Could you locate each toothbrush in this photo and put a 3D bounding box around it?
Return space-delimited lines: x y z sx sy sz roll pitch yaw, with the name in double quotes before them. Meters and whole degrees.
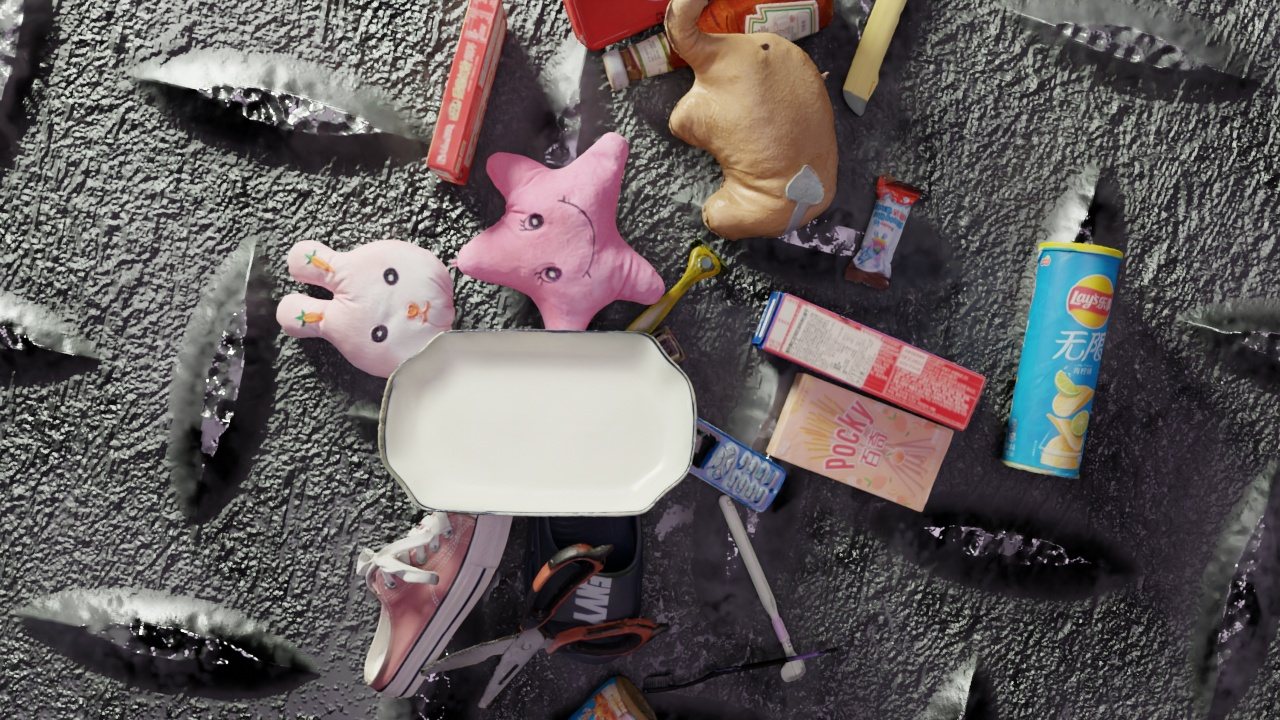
"toothbrush" 0.113 0.215 0.871 0.029 0.020 0.189 -25 95 -33
"toothbrush" 0.093 0.289 0.865 0.189 0.014 0.016 -14 80 5

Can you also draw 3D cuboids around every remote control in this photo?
"remote control" 0.073 0.092 0.856 0.125 0.024 0.049 31 91 -5

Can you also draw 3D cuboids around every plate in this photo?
"plate" -0.085 0.054 0.775 0.266 0.034 0.161 0 71 2

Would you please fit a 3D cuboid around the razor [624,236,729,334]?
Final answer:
"razor" 0.024 -0.054 0.830 0.132 0.028 0.043 -45 99 -12

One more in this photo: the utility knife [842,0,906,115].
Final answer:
"utility knife" 0.227 -0.314 0.844 0.031 0.019 0.179 21 98 -10

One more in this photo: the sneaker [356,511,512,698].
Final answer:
"sneaker" -0.192 0.184 0.805 0.087 0.118 0.241 27 97 -26

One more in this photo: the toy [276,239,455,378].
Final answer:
"toy" -0.243 -0.049 0.811 0.159 0.054 0.121 10 92 3

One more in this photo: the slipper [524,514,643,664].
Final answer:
"slipper" -0.050 0.155 0.816 0.110 0.083 0.268 1 100 -2

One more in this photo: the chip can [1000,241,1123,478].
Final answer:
"chip can" 0.389 0.000 0.852 0.071 0.071 0.210 9 93 -5

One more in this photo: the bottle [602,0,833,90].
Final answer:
"bottle" 0.067 -0.291 0.816 0.206 0.059 0.060 -20 95 1

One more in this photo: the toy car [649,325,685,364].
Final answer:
"toy car" -0.005 0.005 0.840 0.090 0.035 0.042 -30 93 1

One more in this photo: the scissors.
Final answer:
"scissors" -0.083 0.233 0.790 0.225 0.015 0.189 -8 127 -8

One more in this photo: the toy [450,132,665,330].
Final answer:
"toy" -0.076 -0.094 0.808 0.178 0.074 0.194 -13 95 2

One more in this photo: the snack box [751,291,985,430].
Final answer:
"snack box" 0.207 -0.002 0.845 0.207 0.057 0.058 22 94 -6

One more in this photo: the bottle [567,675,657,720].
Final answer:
"bottle" -0.083 0.384 0.844 0.218 0.065 0.065 -41 96 0

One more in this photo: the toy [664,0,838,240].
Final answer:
"toy" 0.097 -0.217 0.796 0.143 0.082 0.226 -24 108 -8

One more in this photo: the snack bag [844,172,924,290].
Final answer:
"snack bag" 0.226 -0.119 0.854 0.045 0.026 0.105 18 94 -9

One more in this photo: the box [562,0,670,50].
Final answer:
"box" 0.014 -0.366 0.816 0.201 0.100 0.095 -26 136 -4

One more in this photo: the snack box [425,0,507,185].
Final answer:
"snack box" -0.148 -0.232 0.792 0.025 0.075 0.153 15 93 -4

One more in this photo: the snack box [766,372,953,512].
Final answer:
"snack box" 0.207 0.077 0.865 0.157 0.026 0.084 21 92 -6
